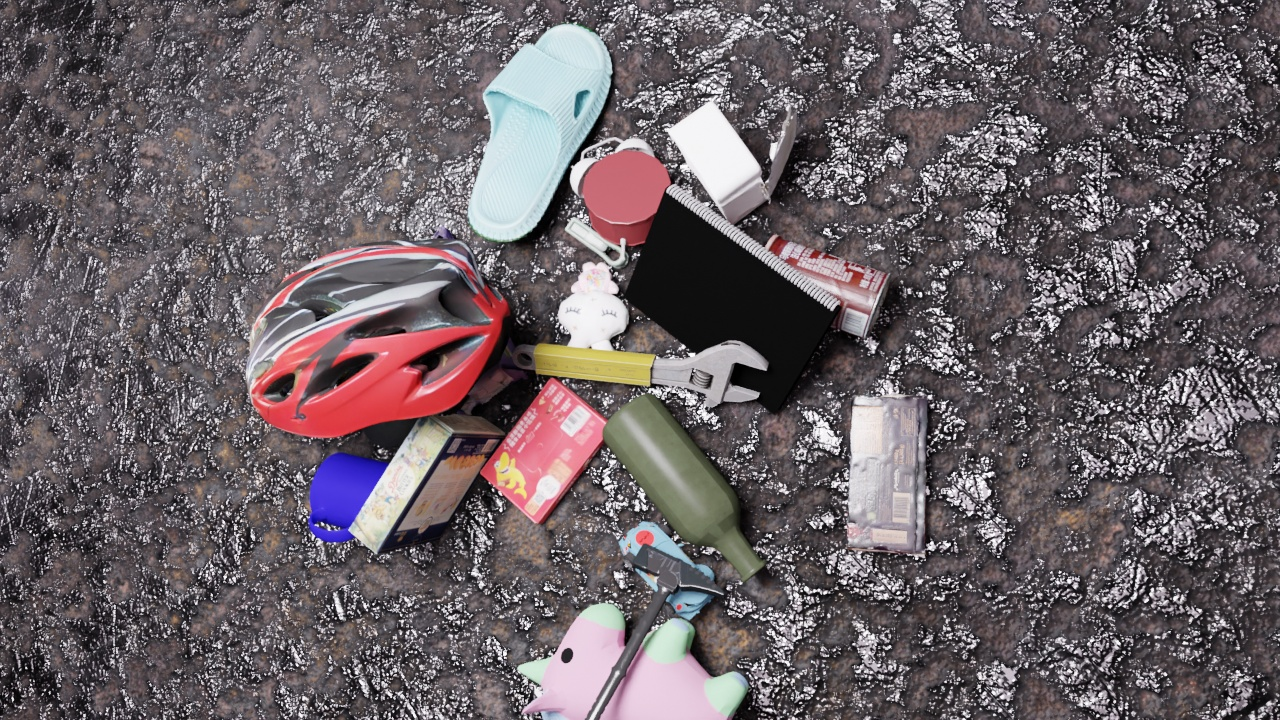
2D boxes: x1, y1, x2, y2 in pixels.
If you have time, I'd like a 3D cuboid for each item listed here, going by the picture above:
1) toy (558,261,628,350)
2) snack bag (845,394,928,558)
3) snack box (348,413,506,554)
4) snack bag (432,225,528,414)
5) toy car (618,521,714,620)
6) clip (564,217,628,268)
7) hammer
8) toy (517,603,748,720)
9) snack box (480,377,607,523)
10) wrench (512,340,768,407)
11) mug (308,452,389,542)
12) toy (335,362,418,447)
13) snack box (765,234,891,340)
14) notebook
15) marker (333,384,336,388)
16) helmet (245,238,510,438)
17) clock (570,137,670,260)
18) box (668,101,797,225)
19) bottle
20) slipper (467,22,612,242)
[{"bbox_3d":[-0.051,-0.044,0.985,0.076,0.037,0.125,6,92,9],"label":"toy"},{"bbox_3d":[0.240,0.109,0.891,0.075,0.018,0.155,2,83,16],"label":"snack bag"},{"bbox_3d":[-0.218,0.125,0.957,0.042,0.144,0.145,34,93,14],"label":"snack box"},{"bbox_3d":[-0.213,-0.045,1.022,0.096,0.058,0.205,-34,76,10],"label":"snack bag"},{"bbox_3d":[0.028,0.205,0.921,0.060,0.028,0.108,-36,70,-29],"label":"toy car"},{"bbox_3d":[-0.046,-0.127,1.000,0.076,0.047,0.023,36,95,14],"label":"clip"},{"bbox_3d":[-0.035,0.321,0.824,0.095,0.015,0.324,21,63,24],"label":"hammer"},{"bbox_3d":[0.000,0.332,0.890,0.222,0.120,0.171,42,86,18],"label":"toy"},{"bbox_3d":[-0.101,0.097,0.990,0.089,0.021,0.133,39,94,17],"label":"snack box"},{"bbox_3d":[-0.006,0.005,0.943,0.274,0.018,0.084,7,129,15],"label":"wrench"},{"bbox_3d":[-0.310,0.156,1.000,0.084,0.111,0.079,10,124,17],"label":"mug"},{"bbox_3d":[-0.274,0.049,1.013,0.100,0.097,0.119,14,116,58],"label":"toy"},{"bbox_3d":[0.177,-0.072,0.906,0.121,0.072,0.072,21,89,17],"label":"snack box"},{"bbox_3d":[0.084,-0.060,0.914,0.207,0.016,0.149,39,134,17],"label":"notebook"},{"bbox_3d":[-0.344,0.016,1.073,0.019,0.019,0.146,44,96,17],"label":"marker"},{"bbox_3d":[-0.262,-0.025,0.890,0.272,0.217,0.167,-13,118,12],"label":"helmet"},{"bbox_3d":[-0.017,-0.181,0.977,0.096,0.048,0.137,-25,66,-5],"label":"clock"},{"bbox_3d":[0.113,-0.216,0.925,0.130,0.110,0.103,-36,75,10],"label":"box"},{"bbox_3d":[0.048,0.130,0.917,0.071,0.071,0.207,-42,74,7],"label":"bottle"},{"bbox_3d":[-0.115,-0.259,1.001,0.116,0.069,0.275,19,78,13],"label":"slipper"}]
